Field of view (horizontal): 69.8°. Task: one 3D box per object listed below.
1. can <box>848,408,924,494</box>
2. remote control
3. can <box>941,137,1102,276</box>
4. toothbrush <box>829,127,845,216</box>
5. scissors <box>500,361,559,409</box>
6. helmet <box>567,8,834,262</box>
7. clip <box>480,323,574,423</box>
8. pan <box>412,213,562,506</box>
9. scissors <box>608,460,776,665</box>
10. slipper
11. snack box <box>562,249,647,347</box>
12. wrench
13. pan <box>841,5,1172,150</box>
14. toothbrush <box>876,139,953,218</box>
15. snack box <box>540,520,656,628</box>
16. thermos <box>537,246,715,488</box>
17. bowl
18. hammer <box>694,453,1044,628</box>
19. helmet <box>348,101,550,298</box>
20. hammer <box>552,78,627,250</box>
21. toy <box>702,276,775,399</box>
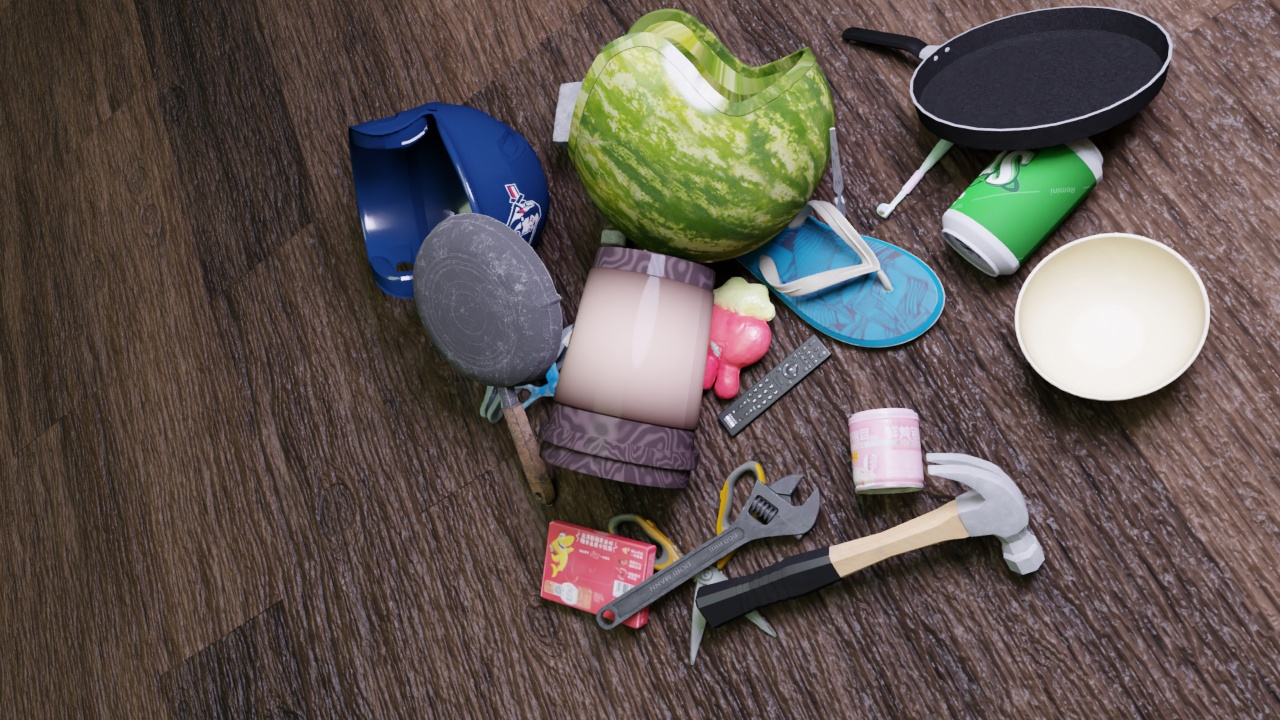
[{"bbox_3d":[0.240,0.089,0.895,0.067,0.067,0.076,-8,75,25],"label":"can"},{"bbox_3d":[0.144,0.028,0.991,0.140,0.009,0.030,-42,63,12],"label":"remote control"},{"bbox_3d":[0.364,-0.155,0.880,0.140,0.087,0.088,-49,62,8],"label":"can"},{"bbox_3d":[0.197,-0.188,0.920,0.010,0.181,0.010,-13,69,11],"label":"toothbrush"},{"bbox_3d":[-0.099,0.044,1.093,0.134,0.011,0.140,-32,80,8],"label":"scissors"},{"bbox_3d":[0.062,-0.217,0.926,0.247,0.212,0.244,20,118,0],"label":"helmet"},{"bbox_3d":[-0.152,-0.023,1.144,0.165,0.032,0.165,-27,66,19],"label":"clip"},{"bbox_3d":[-0.157,0.013,1.023,0.208,0.040,0.357,-2,111,36],"label":"pan"},{"bbox_3d":[0.059,0.208,0.987,0.230,0.016,0.225,13,86,28],"label":"scissors"},{"bbox_3d":[0.180,-0.111,0.980,0.295,0.060,0.118,38,99,29],"label":"slipper"},{"bbox_3d":[-0.012,-0.049,1.056,0.082,0.026,0.150,42,97,-7],"label":"snack box"},{"bbox_3d":[0.068,0.204,0.956,0.273,0.018,0.073,-35,74,9],"label":"wrench"},{"bbox_3d":[0.338,-0.296,0.921,0.225,0.034,0.356,-38,41,-16],"label":"pan"},{"bbox_3d":[0.306,-0.213,0.965,0.155,0.015,0.022,-49,27,9],"label":"toothbrush"},{"bbox_3d":[-0.049,0.235,1.020,0.133,0.021,0.089,8,93,32],"label":"snack box"},{"bbox_3d":[-0.006,0.006,0.967,0.173,0.172,0.226,11,90,28],"label":"thermos"},{"bbox_3d":[0.421,-0.031,0.828,0.151,0.075,0.150,-7,74,25],"label":"bowl"},{"bbox_3d":[0.201,0.188,0.877,0.329,0.039,0.131,-26,107,24],"label":"hammer"},{"bbox_3d":[-0.215,-0.186,1.100,0.222,0.233,0.272,-11,38,-18],"label":"helmet"},{"bbox_3d":[-0.027,-0.175,1.095,0.177,0.079,0.326,5,86,28],"label":"hammer"},{"bbox_3d":[0.100,-0.025,1.005,0.092,0.045,0.135,16,90,33],"label":"toy"}]
